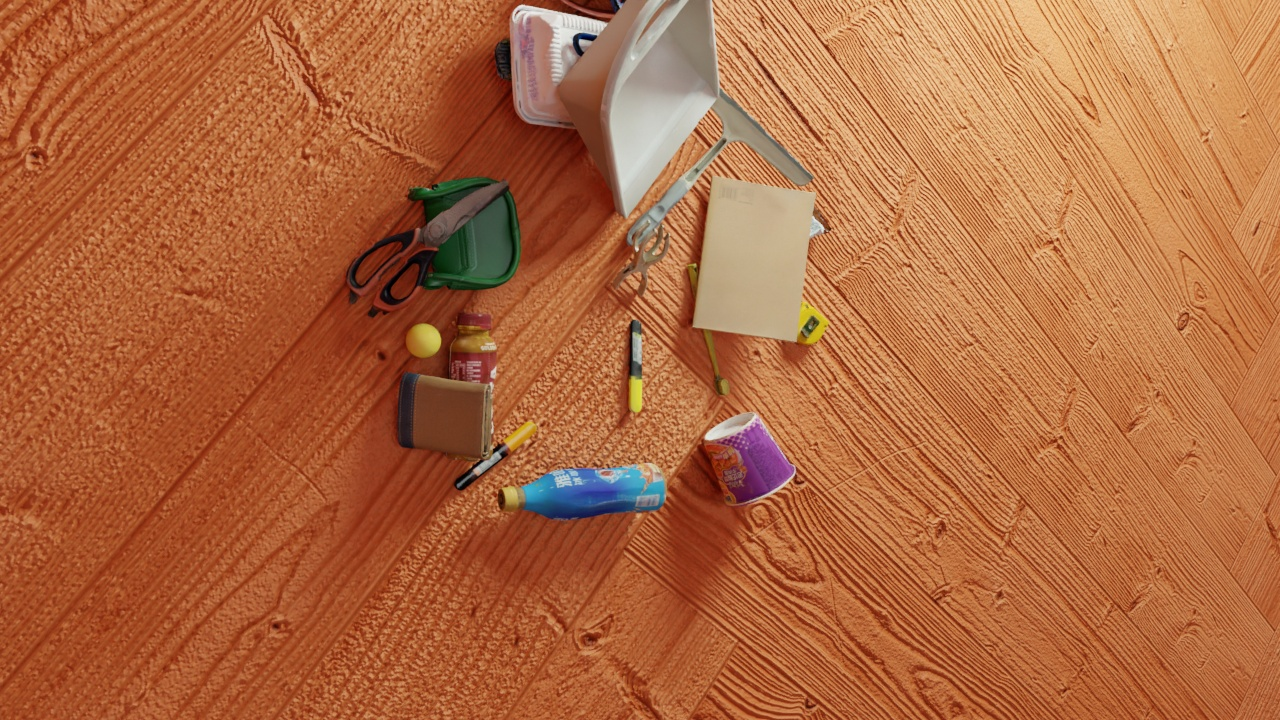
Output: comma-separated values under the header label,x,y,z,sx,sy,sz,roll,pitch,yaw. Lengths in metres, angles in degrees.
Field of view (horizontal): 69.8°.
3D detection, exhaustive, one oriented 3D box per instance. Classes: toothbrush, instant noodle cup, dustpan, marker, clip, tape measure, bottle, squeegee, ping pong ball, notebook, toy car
label,x,y,z,sx,sy,sz,roll,pitch,yaw
toothbrush,0.095,-0.041,1.270,0.015,0.017,0.190,-20,103,-26
instant noodle cup,-0.071,-0.353,1.110,0.173,0.060,0.138,-8,97,-42
dustpan,0.025,-0.311,1.060,0.222,0.143,0.258,-54,135,-11
marker,-0.007,0.007,1.222,0.018,0.015,0.124,0,91,-29
clip,0.004,-0.129,1.187,0.076,0.034,0.101,14,117,-30
tape measure,0.244,-0.051,1.343,0.060,0.029,0.057,37,77,-25
bottle,-0.074,0.170,1.169,0.218,0.065,0.065,-1,94,-27
squeegee,0.062,-0.239,1.226,0.246,0.039,0.246,42,80,-5
marker,-0.180,0.118,1.137,0.123,0.015,0.018,-40,109,-17
instant noodle cup,0.143,0.132,1.264,0.111,0.112,0.099,-33,99,-23
ping pong ball,-0.253,-0.023,1.071,0.040,0.040,0.040,-2,95,-28
notebook,0.156,-0.139,1.259,0.149,0.012,0.211,8,87,-9
bottle,-0.201,0.030,1.093,0.057,0.057,0.175,2,93,-28
toy car,-0.132,-0.362,1.114,0.105,0.031,0.049,-11,101,-41

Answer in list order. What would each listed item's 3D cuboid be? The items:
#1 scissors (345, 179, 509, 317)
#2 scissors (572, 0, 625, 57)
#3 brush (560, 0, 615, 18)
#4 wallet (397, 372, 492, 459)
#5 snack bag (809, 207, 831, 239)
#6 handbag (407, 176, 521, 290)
label,x,y,z,sx,sy,sz,roll,pitch,yaw
scissors,-0.228,-0.124,1.030,0.210,0.015,0.177,0,94,4
scissors,-0.020,-0.394,1.106,0.175,0.012,0.162,-24,109,-43
brush,-0.044,-0.463,1.143,0.145,0.063,0.069,11,119,-30
wallet,-0.225,0.063,1.055,0.033,0.115,0.090,-10,105,-67
snack bag,0.228,-0.182,1.324,0.105,0.026,0.045,-34,79,-21
handbag,-0.204,-0.147,1.071,0.120,0.068,0.131,-10,100,-22
